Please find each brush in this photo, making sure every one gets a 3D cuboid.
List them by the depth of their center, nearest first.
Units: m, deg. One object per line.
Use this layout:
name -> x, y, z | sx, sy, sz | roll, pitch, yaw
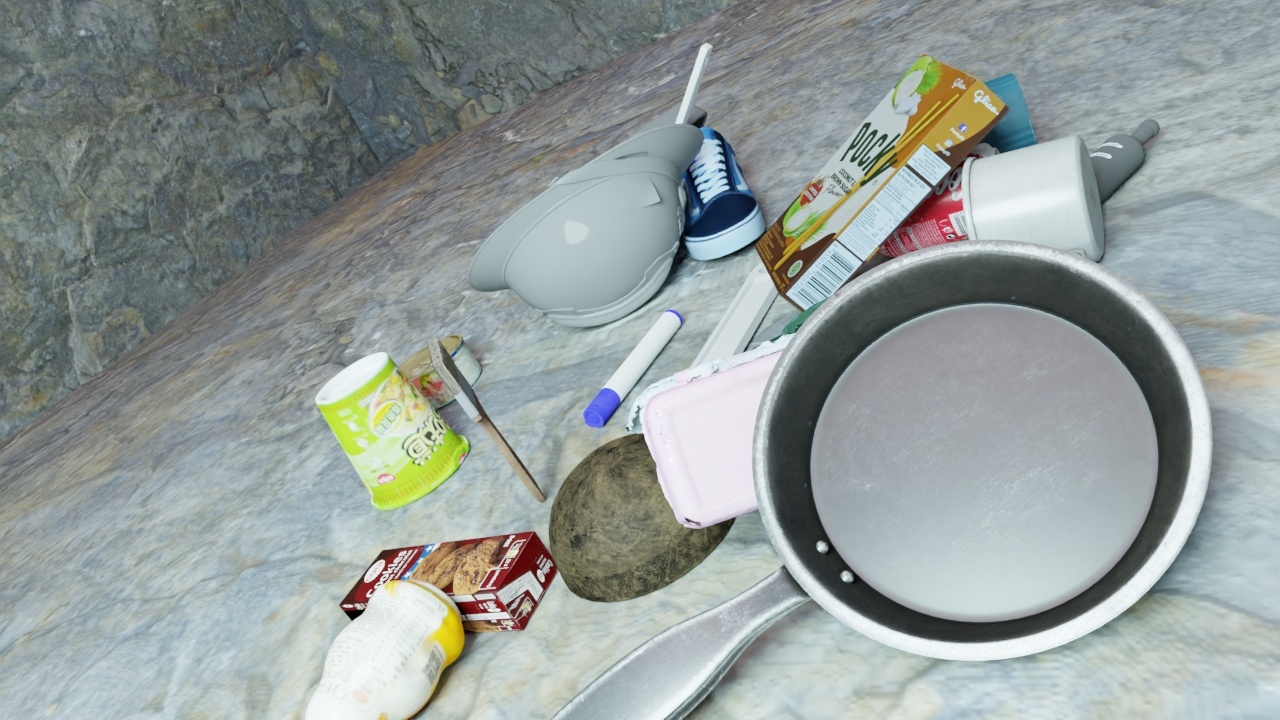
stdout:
brush -> -0.102, 0.047, 0.623 | 0.008, 0.143, 0.045 | -31, 32, -2

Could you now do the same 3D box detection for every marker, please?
marker -> -0.004, 0.004, 0.759 | 0.020, 0.020, 0.141 | -9, 30, 39

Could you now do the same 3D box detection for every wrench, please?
wrench -> 0.076, -0.015, 0.710 | 0.087, 0.018, 0.272 | -11, 28, 36

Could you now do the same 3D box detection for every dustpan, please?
dustpan -> 0.023, -0.231, 0.997 | 0.162, 0.033, 0.258 | -46, -16, -43

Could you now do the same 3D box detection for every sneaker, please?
sneaker -> 0.069, -0.182, 0.953 | 0.083, 0.098, 0.240 | -23, 24, 13

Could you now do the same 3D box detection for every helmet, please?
helmet -> -0.027, -0.104, 0.892 | 0.271, 0.117, 0.183 | -33, -13, 4

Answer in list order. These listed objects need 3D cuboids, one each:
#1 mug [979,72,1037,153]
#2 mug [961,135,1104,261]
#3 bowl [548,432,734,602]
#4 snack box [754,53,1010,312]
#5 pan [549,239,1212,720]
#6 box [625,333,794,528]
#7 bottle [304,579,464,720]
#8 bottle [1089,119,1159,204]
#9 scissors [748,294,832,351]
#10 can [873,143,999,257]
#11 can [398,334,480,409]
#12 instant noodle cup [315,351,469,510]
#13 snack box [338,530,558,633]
mug -> 0.252, -0.177, 0.730 | 0.107, 0.083, 0.113 | -15, -13, 22
mug -> 0.250, -0.084, 0.582 | 0.071, 0.084, 0.113 | -10, 59, 34
bowl -> -0.008, 0.081, 0.555 | 0.121, 0.056, 0.121 | -24, 23, 11
snack box -> 0.163, -0.126, 0.657 | 0.186, 0.031, 0.101 | -49, 21, 19
pan -> 0.077, 0.091, 0.410 | 0.357, 0.055, 0.187 | -44, 52, 7
box -> 0.095, 0.023, 0.517 | 0.201, 0.087, 0.103 | -20, -2, -9
bottle -> -0.147, 0.177, 0.513 | 0.063, 0.063, 0.108 | -11, 30, 37
bottle -> 0.332, -0.138, 0.647 | 0.112, 0.030, 0.030 | -39, 25, -21
scissors -> 0.119, -0.022, 0.623 | 0.147, 0.015, 0.209 | -38, -11, 37
can -> 0.221, -0.118, 0.692 | 0.105, 0.064, 0.064 | -14, 27, 31
can -> -0.211, 0.014, 0.946 | 0.086, 0.043, 0.086 | -25, 23, 11
instant noodle cup -> -0.217, 0.056, 0.784 | 0.099, 0.108, 0.098 | -25, 23, 12
snack box -> -0.125, 0.145, 0.589 | 0.141, 0.032, 0.050 | -13, 28, 33
